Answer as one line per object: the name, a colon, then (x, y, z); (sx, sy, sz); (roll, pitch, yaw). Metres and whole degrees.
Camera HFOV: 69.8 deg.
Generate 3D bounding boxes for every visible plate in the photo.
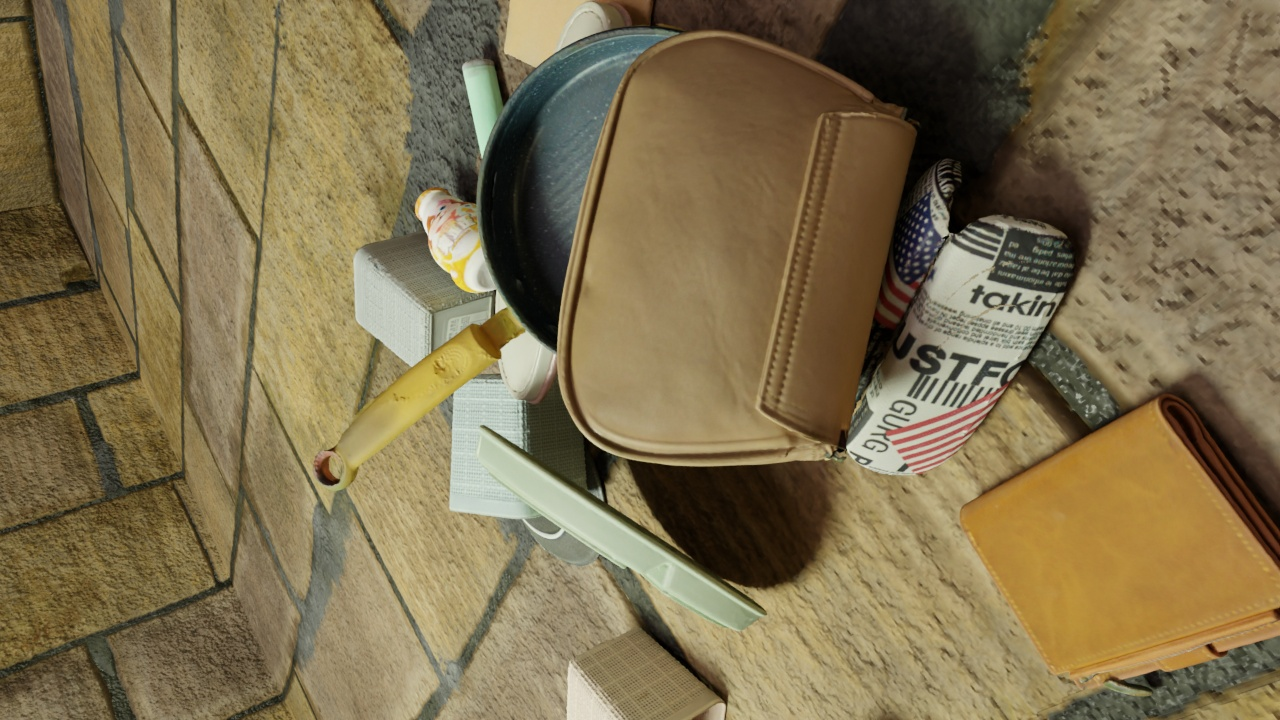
plate: (-0.094, 0.110, 0.850); (0.179, 0.024, 0.180); (27, 126, 44)
plate: (-0.018, 0.116, 0.623); (0.230, 0.027, 0.230); (33, 171, 5)

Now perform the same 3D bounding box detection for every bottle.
bottle: (-0.153, -0.107, 0.792); (0.108, 0.063, 0.063); (45, 137, 31)

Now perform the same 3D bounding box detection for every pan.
pan: (-0.063, -0.038, 0.544); (0.358, 0.078, 0.197); (-40, 83, 20)

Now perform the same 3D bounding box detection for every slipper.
slipper: (-0.045, -0.100, 0.625); (0.114, 0.054, 0.275); (38, 119, 55)

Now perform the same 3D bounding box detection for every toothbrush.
toothbrush: (-0.108, -0.129, 0.743); (0.026, 0.027, 0.224); (-2, 101, 55)

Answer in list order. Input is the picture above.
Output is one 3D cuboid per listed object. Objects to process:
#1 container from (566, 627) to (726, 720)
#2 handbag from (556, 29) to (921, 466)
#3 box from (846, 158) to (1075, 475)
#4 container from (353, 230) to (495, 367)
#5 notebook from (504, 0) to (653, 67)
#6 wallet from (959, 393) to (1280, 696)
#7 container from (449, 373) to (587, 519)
container: (-0.001, 0.294, 0.763); (0.111, 0.090, 0.090); (35, 132, 43)
handbag: (0.043, -0.046, 0.444); (0.148, 0.099, 0.204); (13, 87, 10)
box: (0.144, -0.019, 0.467); (0.085, 0.075, 0.162); (-96, 16, -46)
container: (-0.200, -0.052, 0.859); (0.114, 0.090, 0.090); (37, 134, 34)
notebook: (-0.037, -0.283, 0.600); (0.149, 0.012, 0.212); (38, 134, 35)
wallet: (0.221, 0.095, 0.418); (0.119, 0.035, 0.131); (59, 144, 16)
container: (-0.102, 0.066, 0.761); (0.090, 0.090, 0.111); (-1, 91, 34)
